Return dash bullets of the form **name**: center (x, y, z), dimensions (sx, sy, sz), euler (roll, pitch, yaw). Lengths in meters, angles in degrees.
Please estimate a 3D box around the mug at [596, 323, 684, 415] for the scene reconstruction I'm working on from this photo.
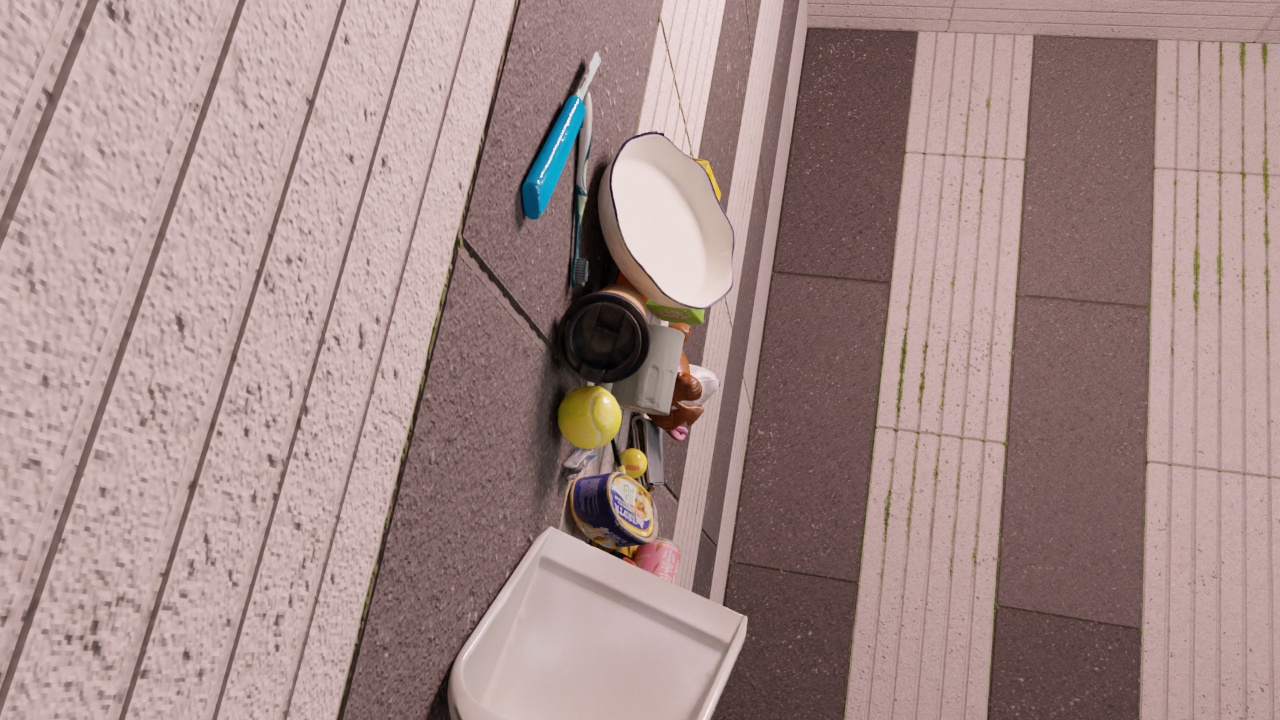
- **mug**: center (-0.007, 0.007, 1.118), dimensions (0.123, 0.084, 0.103), euler (18, 79, -50)

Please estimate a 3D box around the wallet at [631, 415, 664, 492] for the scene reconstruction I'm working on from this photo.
- **wallet**: center (0.009, 0.138, 1.327), dimensions (0.129, 0.037, 0.106), euler (36, 51, -77)

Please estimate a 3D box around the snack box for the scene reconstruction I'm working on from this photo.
- **snack box**: center (0.062, -0.167, 1.318), dimensions (0.157, 0.070, 0.210), euler (29, 68, -77)

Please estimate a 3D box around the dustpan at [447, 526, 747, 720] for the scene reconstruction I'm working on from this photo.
- **dustpan**: center (-0.038, 0.258, 0.775), dimensions (0.143, 0.223, 0.257), euler (100, 16, -53)

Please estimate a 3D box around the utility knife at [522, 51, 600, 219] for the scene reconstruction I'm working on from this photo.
- **utility knife**: center (-0.066, -0.214, 0.833), dimensions (0.034, 0.018, 0.222), euler (79, 23, -50)

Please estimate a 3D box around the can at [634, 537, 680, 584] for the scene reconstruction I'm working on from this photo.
- **can**: center (0.012, 0.295, 1.132), dimensions (0.058, 0.058, 0.147), euler (81, 18, -51)

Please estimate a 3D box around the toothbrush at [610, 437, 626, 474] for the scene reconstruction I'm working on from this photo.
- **toothbrush**: center (-0.022, 0.143, 1.134), dimensions (0.017, 0.012, 0.186), euler (-70, 147, -72)

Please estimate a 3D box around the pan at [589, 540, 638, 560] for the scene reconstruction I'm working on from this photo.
- **pan**: center (-0.043, 0.361, 1.192), dimensions (0.197, 0.078, 0.357), euler (28, 63, -71)

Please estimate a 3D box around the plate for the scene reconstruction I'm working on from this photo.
- **plate**: center (0.028, -0.150, 1.026), dimensions (0.204, 0.046, 0.204), euler (23, 57, -41)

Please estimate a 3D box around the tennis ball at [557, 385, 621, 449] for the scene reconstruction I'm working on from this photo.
- **tennis ball**: center (-0.052, 0.058, 0.937), dimensions (0.065, 0.065, 0.065), euler (8, 89, -77)

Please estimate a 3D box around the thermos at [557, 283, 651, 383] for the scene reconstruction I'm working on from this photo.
- **thermos**: center (-0.031, -0.035, 0.949), dimensions (0.143, 0.093, 0.093), euler (-71, 165, -73)

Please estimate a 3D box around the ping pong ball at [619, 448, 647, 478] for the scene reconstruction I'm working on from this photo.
- **ping pong ball**: center (-0.011, 0.137, 1.221), dimensions (0.040, 0.040, 0.040), euler (8, 89, -77)

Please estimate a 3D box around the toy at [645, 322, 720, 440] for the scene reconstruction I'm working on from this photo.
- **toy**: center (0.047, 0.030, 1.271), dimensions (0.200, 0.130, 0.140), euler (89, -5, -64)

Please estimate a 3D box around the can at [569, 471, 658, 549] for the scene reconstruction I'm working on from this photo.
- **can**: center (-0.028, 0.174, 1.063), dimensions (0.148, 0.049, 0.074), euler (46, 38, -57)

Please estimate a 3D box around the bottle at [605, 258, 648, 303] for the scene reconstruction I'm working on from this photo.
- **bottle**: center (-0.012, -0.089, 1.062), dimensions (0.067, 0.067, 0.149), euler (71, 35, -63)

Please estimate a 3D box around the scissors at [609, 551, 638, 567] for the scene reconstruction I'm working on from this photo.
- **scissors**: center (-0.019, 0.309, 1.026), dimensions (0.232, 0.022, 0.220), euler (38, 30, -29)

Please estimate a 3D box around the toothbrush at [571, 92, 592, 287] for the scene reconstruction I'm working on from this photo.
- **toothbrush**: center (-0.056, -0.167, 0.909), dimensions (0.016, 0.018, 0.192), euler (-34, 130, -73)

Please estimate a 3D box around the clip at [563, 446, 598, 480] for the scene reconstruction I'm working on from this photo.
- **clip**: center (-0.066, 0.110, 0.998), dimensions (0.057, 0.026, 0.036), euler (-47, 136, -61)
